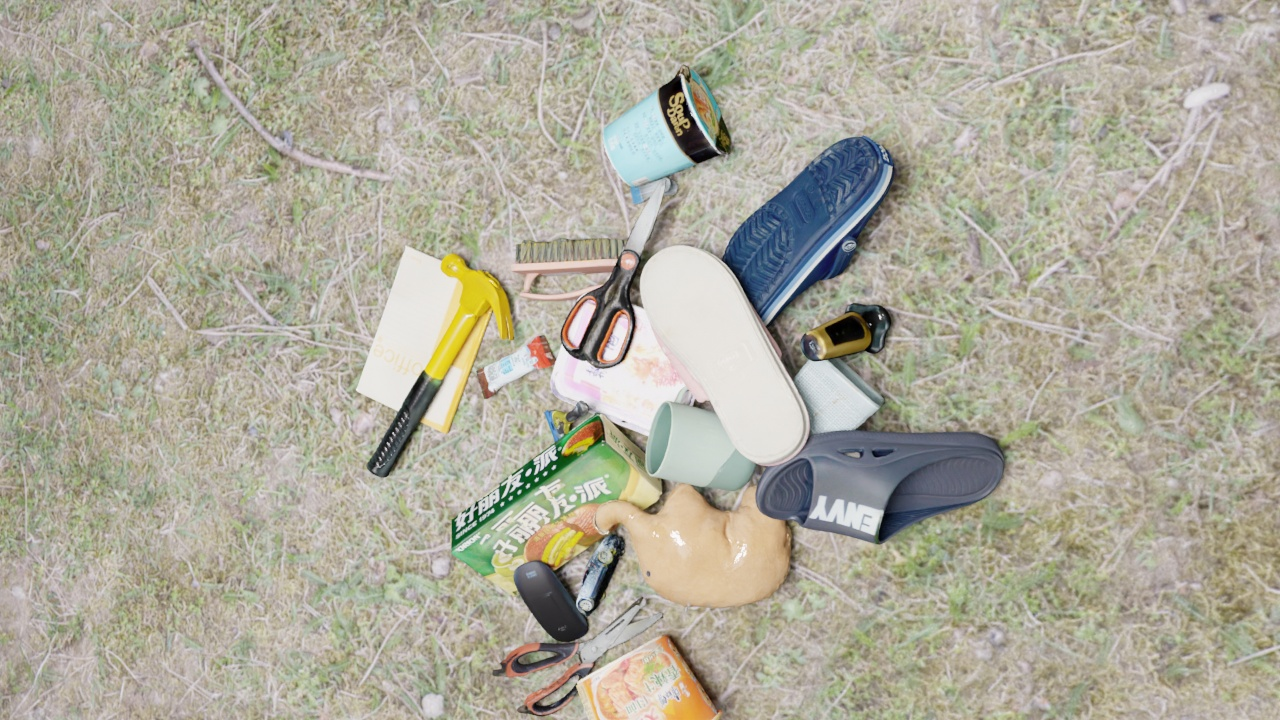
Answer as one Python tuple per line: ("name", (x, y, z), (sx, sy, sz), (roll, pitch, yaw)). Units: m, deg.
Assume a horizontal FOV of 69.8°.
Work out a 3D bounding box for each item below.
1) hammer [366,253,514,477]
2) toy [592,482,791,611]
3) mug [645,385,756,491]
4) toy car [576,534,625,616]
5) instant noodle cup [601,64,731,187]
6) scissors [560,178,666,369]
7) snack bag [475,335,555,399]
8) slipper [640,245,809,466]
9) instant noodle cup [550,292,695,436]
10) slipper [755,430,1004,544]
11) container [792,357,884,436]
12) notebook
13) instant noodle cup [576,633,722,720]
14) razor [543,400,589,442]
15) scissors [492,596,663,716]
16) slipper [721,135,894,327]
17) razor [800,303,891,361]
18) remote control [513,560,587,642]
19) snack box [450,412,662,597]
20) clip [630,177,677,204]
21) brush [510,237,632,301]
("hammer", (-0.263, 0.020, 1.160), (0.129, 0.032, 0.301), (37, 102, 19))
("toy", (0.058, 0.210, 1.034), (0.226, 0.082, 0.143), (1, 78, -4))
("mug", (0.070, 0.083, 1.010), (0.106, 0.082, 0.111), (13, 68, -14))
("toy car", (-0.051, 0.259, 1.111), (0.031, 0.049, 0.105), (24, 98, 18))
("instant noodle cup", (0.025, -0.259, 1.049), (0.121, 0.111, 0.111), (-23, 85, 24))
("scissors", (-0.032, -0.107, 1.046), (0.125, 0.021, 0.235), (7, 93, 16))
("snack bag", (-0.157, 0.008, 1.145), (0.104, 0.026, 0.048), (-30, 63, 16))
("slipper", (0.090, -0.009, 0.985), (0.114, 0.054, 0.274), (-37, 68, 12))
("instant noodle cup", (-0.006, 0.006, 1.084), (0.173, 0.060, 0.138), (21, 98, 16))
("slipper", (0.256, 0.133, 0.952), (0.268, 0.083, 0.111), (-5, 123, -3))
("container", (0.195, 0.056, 1.012), (0.090, 0.090, 0.112), (44, 106, 11))
("notebook", (-0.277, -0.027, 1.188), (0.146, 0.010, 0.206), (24, 98, 15))
("instant noodle cup", (0.003, 0.392, 1.055), (0.151, 0.151, 0.111), (-33, 74, 15))
("razor", (-0.083, 0.065, 1.084), (0.022, 0.143, 0.042), (-21, 84, -23))
("scissors", (-0.079, 0.357, 1.119), (0.214, 0.015, 0.197), (7, 112, -9))
("slipper", (0.184, -0.136, 1.008), (0.253, 0.095, 0.105), (-50, 43, 31))
("razor", (0.214, -0.028, 0.962), (0.068, 0.167, 0.062), (-35, 79, 33))
("remote control", (-0.108, 0.297, 1.108), (0.053, 0.024, 0.136), (-25, 117, 8))
("snack box", (-0.102, 0.174, 1.088), (0.240, 0.063, 0.114), (-36, 123, 14))
("clip", (0.016, -0.204, 1.095), (0.057, 0.028, 0.024), (-11, 86, 25))
("brush", (-0.077, -0.109, 1.101), (0.146, 0.063, 0.073), (-1, 87, 15))
